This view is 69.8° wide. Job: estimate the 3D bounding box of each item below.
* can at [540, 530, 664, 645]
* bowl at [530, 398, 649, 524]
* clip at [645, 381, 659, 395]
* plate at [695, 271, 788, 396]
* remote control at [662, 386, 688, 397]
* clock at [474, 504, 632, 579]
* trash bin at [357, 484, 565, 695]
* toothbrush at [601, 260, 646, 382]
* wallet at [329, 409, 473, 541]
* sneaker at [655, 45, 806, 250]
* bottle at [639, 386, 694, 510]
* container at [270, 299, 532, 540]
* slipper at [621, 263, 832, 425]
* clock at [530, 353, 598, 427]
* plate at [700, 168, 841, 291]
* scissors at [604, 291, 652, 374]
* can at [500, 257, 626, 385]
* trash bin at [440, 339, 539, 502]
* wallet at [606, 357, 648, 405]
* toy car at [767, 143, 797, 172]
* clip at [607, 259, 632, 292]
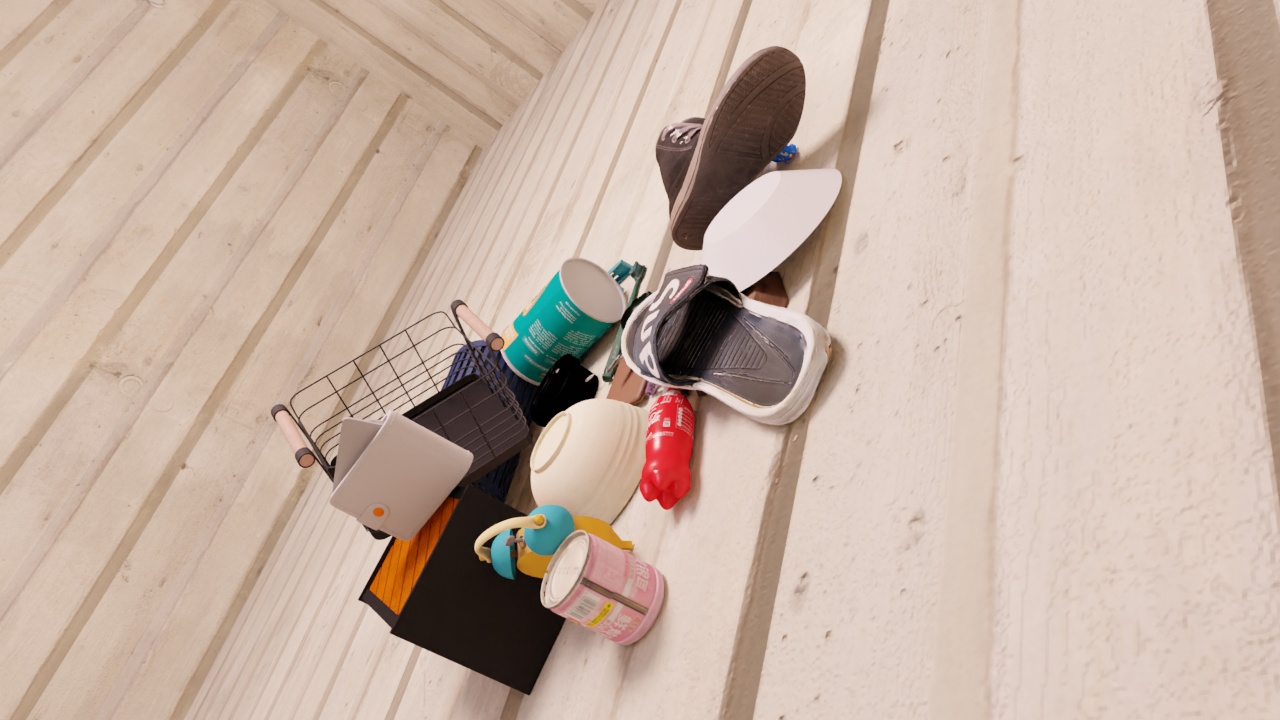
[{"bbox_3d":[-0.029,0.179,0.722,0.067,0.076,0.067,-47,23,27],"label":"can"},{"bbox_3d":[-0.060,0.097,0.913,0.151,0.075,0.150,-47,24,28],"label":"bowl"},{"bbox_3d":[0.015,0.019,0.924,0.050,0.013,0.029,112,175,-50],"label":"clip"},{"bbox_3d":[0.081,-0.029,0.840,0.132,0.025,0.131,-47,23,27],"label":"plate"},{"bbox_3d":[0.042,-0.008,0.916,0.033,0.013,0.136,-40,27,41],"label":"remote control"},{"bbox_3d":[-0.076,0.159,0.787,0.099,0.129,0.043,-38,46,40],"label":"clock"},{"bbox_3d":[-0.163,0.210,0.890,0.172,0.139,0.139,-9,52,64],"label":"trash bin"},{"bbox_3d":[-0.021,-0.051,1.116,0.016,0.017,0.189,-35,30,45],"label":"toothbrush"},{"bbox_3d":[-0.233,0.100,0.836,0.119,0.115,0.037,-49,22,23],"label":"wallet"},{"bbox_3d":[0.086,-0.238,0.952,0.235,0.095,0.119,113,152,-47],"label":"sneaker"},{"bbox_3d":[0.026,0.067,0.806,0.042,0.042,0.141,-43,25,35],"label":"bottle"},{"bbox_3d":[-0.257,0.060,1.018,0.241,0.130,0.163,-33,41,-17],"label":"container"},{"bbox_3d":[0.051,-0.021,0.776,0.264,0.063,0.111,27,92,55],"label":"slipper"},{"bbox_3d":[-0.095,0.040,1.118,0.091,0.042,0.121,-62,21,-12],"label":"clock"},{"bbox_3d":[0.107,-0.131,0.862,0.174,0.036,0.173,-41,18,16],"label":"plate"},{"bbox_3d":[0.024,-0.066,1.019,0.202,0.015,0.205,-46,15,2],"label":"scissors"},{"bbox_3d":[-0.100,-0.048,1.173,0.144,0.099,0.099,-43,25,35],"label":"can"},{"bbox_3d":[-0.211,0.095,1.174,0.140,0.139,0.248,-40,25,39],"label":"trash bin"},{"bbox_3d":[-0.006,0.006,1.004,0.088,0.013,0.120,-31,31,50],"label":"wallet"},{"bbox_3d":[0.134,-0.206,0.974,0.062,0.033,0.092,-67,23,11],"label":"toy car"},{"bbox_3d":[-0.063,-0.073,1.233,0.120,0.030,0.130,-61,19,-20],"label":"clip"}]
